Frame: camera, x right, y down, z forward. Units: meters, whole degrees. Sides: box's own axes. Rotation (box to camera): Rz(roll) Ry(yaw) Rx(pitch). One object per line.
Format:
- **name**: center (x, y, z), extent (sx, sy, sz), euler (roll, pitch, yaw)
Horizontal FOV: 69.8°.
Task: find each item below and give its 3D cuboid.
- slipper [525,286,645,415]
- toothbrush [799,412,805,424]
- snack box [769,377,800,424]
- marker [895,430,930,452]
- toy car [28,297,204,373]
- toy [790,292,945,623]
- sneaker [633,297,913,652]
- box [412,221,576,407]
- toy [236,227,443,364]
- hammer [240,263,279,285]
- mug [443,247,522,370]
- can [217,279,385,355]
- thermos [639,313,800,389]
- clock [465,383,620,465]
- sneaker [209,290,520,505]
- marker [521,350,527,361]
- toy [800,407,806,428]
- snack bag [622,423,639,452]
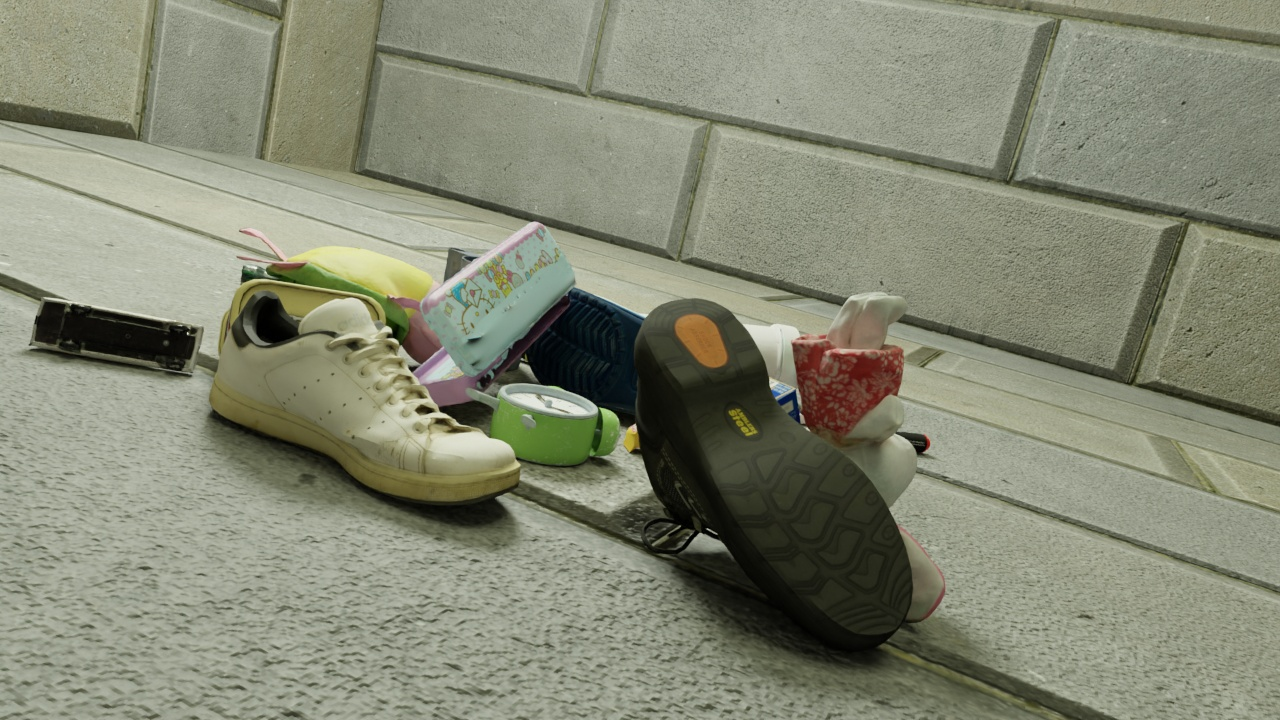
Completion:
- **slipper**: center (-0.005, 0.005, 0.894), extent (0.253, 0.105, 0.095), euler (22, 4, 32)
- **toothbrush**: center (0.137, 0.057, 1.015), extent (0.186, 0.015, 0.016), euler (10, 7, -22)
- **snack box**: center (0.070, 0.030, 0.926), extent (0.056, 0.057, 0.207), euler (-25, 31, -28)
- **marker**: center (0.256, 0.084, 1.007), extent (0.145, 0.021, 0.024), euler (9, -10, -24)
- **toy car**: center (-0.393, -0.018, 0.694), extent (0.113, 0.039, 0.039), euler (11, -10, -16)
- **toy**: center (0.141, 0.053, 0.596), extent (0.084, 0.194, 0.159), euler (-6, 12, -12)
- **sneaker**: center (0.055, 0.091, 0.575), extent (0.100, 0.143, 0.238), euler (-16, 58, -28)
- **box**: center (-0.134, -0.049, 0.795), extent (0.089, 0.092, 0.213), euler (-9, 22, 24)
- **toy**: center (-0.250, -0.057, 0.838), extent (0.238, 0.087, 0.190), euler (24, -2, -34)
- **hammer**: center (-0.348, -0.047, 0.908), extent (0.130, 0.032, 0.319), euler (11, 12, -17)
- **mug**: center (-0.171, -0.056, 0.974), extent (0.124, 0.104, 0.083), euler (21, 14, 35)
- **can**: center (-0.264, -0.021, 0.717), extent (0.116, 0.056, 0.092), euler (8, -14, -26)
- **thermos**: center (0.098, -0.003, 1.093), extent (0.220, 0.099, 0.099), euler (7, 12, -8)
- **clock**: center (-0.071, 0.049, 0.726), extent (0.094, 0.042, 0.119), euler (24, 15, 38)
- **sneaker**: center (-0.177, 0.016, 0.602), extent (0.242, 0.102, 0.088), euler (17, 12, 21)
- **marker**: center (-0.135, -0.010, 1.013), extent (0.124, 0.018, 0.021), euler (15, 43, 16)
- **toy**: center (0.177, 0.078, 0.880), extent (0.055, 0.042, 0.101), euler (50, 13, -17)
- **snack bag**: center (0.028, 0.046, 0.785), extent (0.099, 0.020, 0.026), euler (-31, 14, -6)
